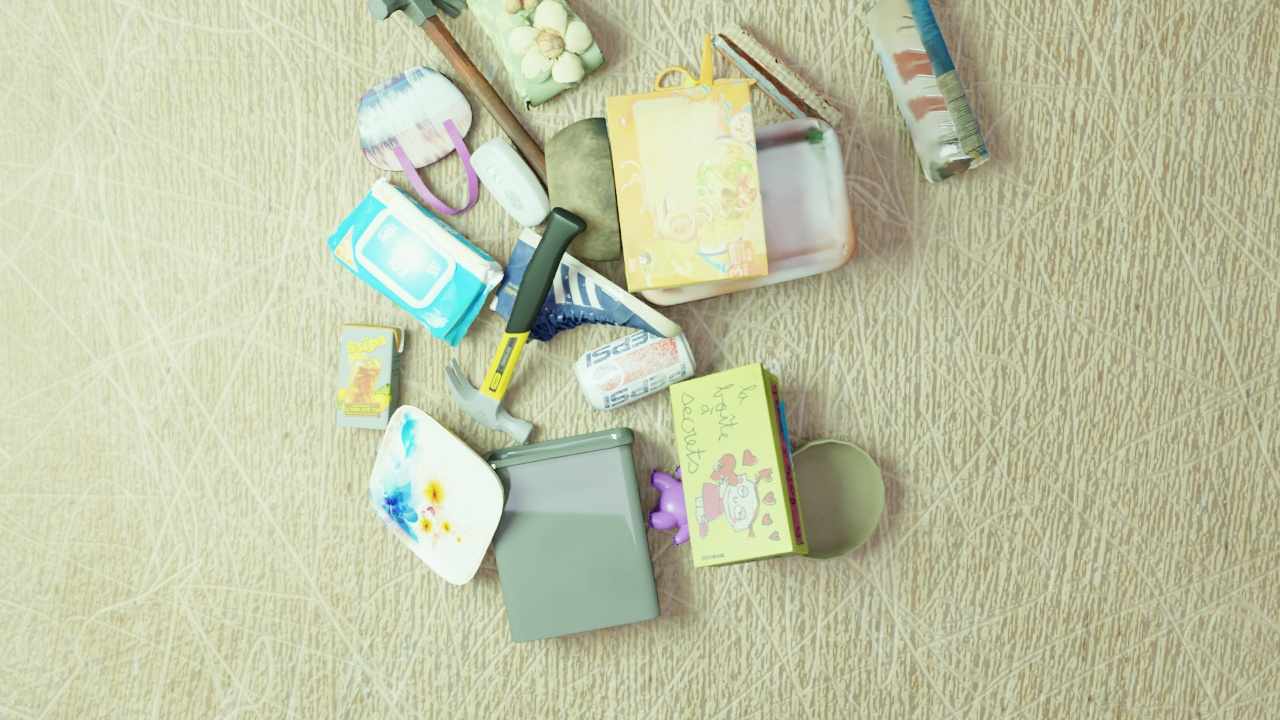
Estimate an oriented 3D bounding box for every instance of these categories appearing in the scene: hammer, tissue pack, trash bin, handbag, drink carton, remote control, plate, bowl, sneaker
[{"bbox_3d":[-0.184,-0.318,1.090,0.028,0.110,0.300,-27,107,43],"label":"hammer"},{"bbox_3d":[-0.138,-0.039,1.046,0.127,0.029,0.325,28,128,0],"label":"hammer"},{"bbox_3d":[-0.271,-0.121,1.096,0.209,0.066,0.117,38,95,8],"label":"tissue pack"},{"bbox_3d":[0.108,-0.168,1.066,0.260,0.157,0.181,-12,94,-1],"label":"trash bin"},{"bbox_3d":[-0.128,-0.392,1.064,0.113,0.117,0.186,-32,96,1],"label":"handbag"},{"bbox_3d":[-0.331,0.018,1.121,0.076,0.048,0.125,4,94,-2],"label":"drink carton"},{"bbox_3d":[-0.153,-0.211,1.100,0.060,0.028,0.114,-22,116,42],"label":"remote control"},{"bbox_3d":[-0.253,-0.256,1.102,0.144,0.068,0.170,-29,101,-4],"label":"handbag"},{"bbox_3d":[-0.242,0.159,1.092,0.187,0.016,0.187,37,121,19],"label":"plate"},{"bbox_3d":[0.221,0.167,1.136,0.152,0.050,0.152,-2,98,-12],"label":"bowl"},{"bbox_3d":[-0.084,0.209,1.117,0.192,0.097,0.220,-10,95,-1],"label":"trash bin"},{"bbox_3d":[-0.066,-0.191,1.041,0.070,0.162,0.162,-7,94,-2],"label":"bowl"},{"bbox_3d":[-0.078,-0.050,1.082,0.233,0.091,0.118,34,93,16],"label":"sneaker"}]

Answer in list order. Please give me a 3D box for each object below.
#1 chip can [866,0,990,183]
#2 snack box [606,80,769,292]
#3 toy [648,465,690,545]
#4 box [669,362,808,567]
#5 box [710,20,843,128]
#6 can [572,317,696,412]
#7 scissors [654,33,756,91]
[{"bbox_3d":[0.342,-0.330,1.101,0.080,0.080,0.229,-23,94,0],"label":"chip can"},{"bbox_3d":[0.048,-0.175,0.945,0.145,0.080,0.195,-7,94,1],"label":"snack box"},{"bbox_3d":[0.055,0.181,1.138,0.088,0.056,0.105,4,59,0],"label":"toy"},{"bbox_3d":[0.114,0.124,1.072,0.125,0.082,0.220,-13,74,23],"label":"box"},{"bbox_3d":[0.166,-0.342,1.111,0.187,0.060,0.058,40,135,-4],"label":"box"},{"bbox_3d":[-0.007,0.007,1.113,0.136,0.078,0.078,-23,94,0],"label":"can"},{"bbox_3d":[0.079,-0.327,1.111,0.125,0.011,0.130,-1,112,18],"label":"scissors"}]
